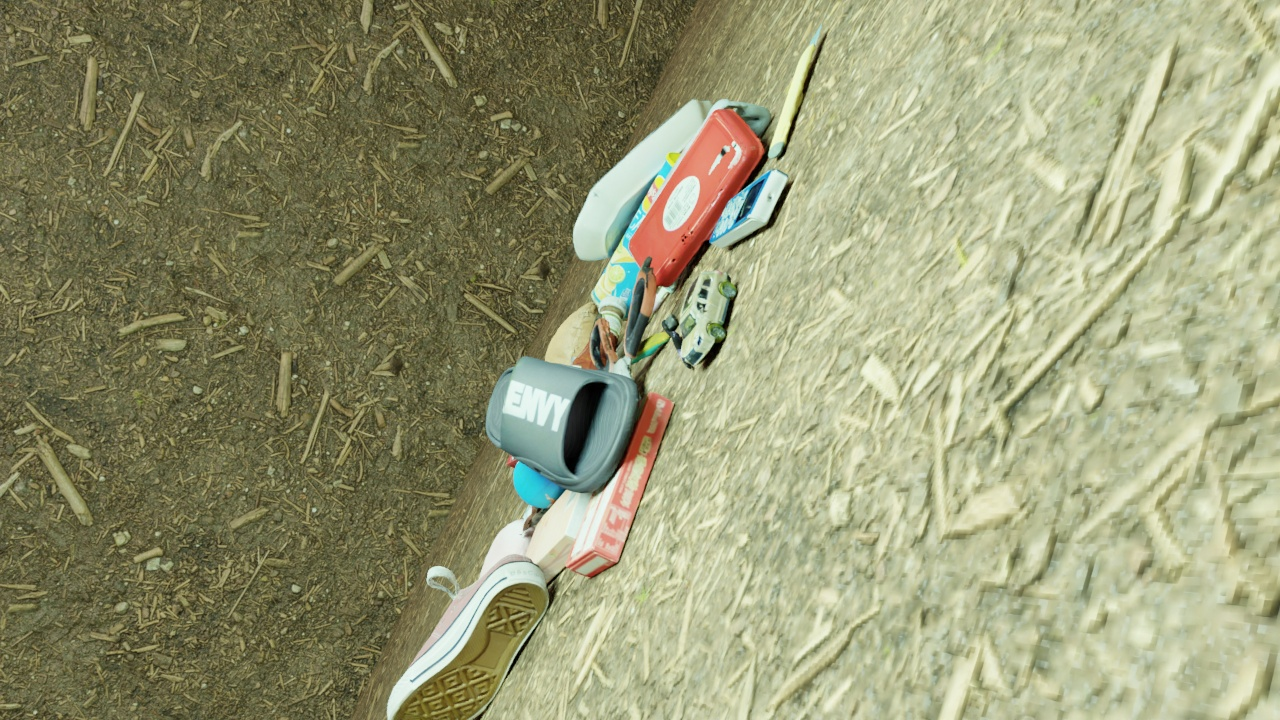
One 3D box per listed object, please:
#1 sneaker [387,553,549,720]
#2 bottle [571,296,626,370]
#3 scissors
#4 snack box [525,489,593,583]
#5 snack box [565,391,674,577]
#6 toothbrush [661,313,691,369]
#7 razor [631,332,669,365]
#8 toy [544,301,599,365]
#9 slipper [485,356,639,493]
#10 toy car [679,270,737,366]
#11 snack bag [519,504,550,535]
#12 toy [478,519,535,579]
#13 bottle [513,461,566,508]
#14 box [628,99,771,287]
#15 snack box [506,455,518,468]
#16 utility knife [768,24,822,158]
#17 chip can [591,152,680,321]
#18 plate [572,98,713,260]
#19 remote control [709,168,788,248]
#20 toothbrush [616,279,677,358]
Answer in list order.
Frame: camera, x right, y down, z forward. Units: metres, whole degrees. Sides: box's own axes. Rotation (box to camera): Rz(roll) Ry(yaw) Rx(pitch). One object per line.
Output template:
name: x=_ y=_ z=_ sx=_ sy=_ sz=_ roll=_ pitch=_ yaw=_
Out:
sneaker: x=-0.175 y=0.278 z=0.924 sx=0.241 sy=0.118 sz=0.087 roll=-54 pitch=30 yaw=17
bottle: x=-0.053 y=0.008 z=1.084 sx=0.060 sy=0.059 sz=0.205 roll=-52 pitch=19 yaw=49
scissors: x=-0.021 y=-0.001 z=0.966 sx=0.189 sy=0.015 sz=0.224 roll=-13 pitch=63 yaw=64
snack box: x=-0.081 y=0.173 z=0.926 sx=0.158 sy=0.026 sz=0.084 roll=-52 pitch=15 yaw=50
snack box: x=-0.017 y=0.105 z=0.783 sx=0.075 sy=0.025 sz=0.152 roll=-47 pitch=19 yaw=59
toothbrush: x=0.036 y=-0.020 z=0.871 sx=0.017 sy=0.014 sz=0.189 roll=-49 pitch=12 yaw=8
razor: x=-0.006 y=0.006 z=0.988 sx=0.133 sy=0.028 sz=0.043 roll=-49 pitch=13 yaw=48
toy: x=-0.079 y=-0.009 z=1.254 sx=0.225 sy=0.082 sz=0.143 roll=-67 pitch=-2 yaw=-80
slipper: x=-0.099 y=0.051 z=0.841 sx=0.269 sy=0.083 sz=0.110 roll=7 pitch=80 yaw=58
toy car: x=0.052 y=-0.035 z=0.765 sx=0.042 sy=0.035 sz=0.090 roll=-54 pitch=16 yaw=48
snack bag: x=-0.107 y=0.157 z=1.043 sx=0.045 sy=0.026 sz=0.105 roll=-53 pitch=-2 yaw=34
toy: x=-0.163 y=0.256 z=1.051 sx=0.159 sy=0.054 sz=0.121 roll=-64 pitch=8 yaw=-23
bottle: x=-0.066 y=0.082 z=0.923 sx=0.219 sy=0.065 sz=0.065 roll=-49 pitch=17 yaw=50
box: x=0.076 y=-0.174 z=0.991 sx=0.202 sy=0.100 sz=0.094 roll=-55 pitch=54 yaw=36
snack box: x=-0.134 y=0.121 z=1.251 sx=0.057 sy=0.058 sz=0.208 roll=-69 pitch=11 yaw=-15
utility knife: x=0.150 y=-0.262 z=0.893 sx=0.031 sy=0.019 sz=0.178 roll=-36 pitch=35 yaw=60
chip can: x=0.015 y=-0.151 z=1.147 sx=0.211 sy=0.071 sz=0.071 roll=-59 pitch=11 yaw=26
plate: x=0.017 y=-0.225 z=1.183 sx=0.265 sy=0.034 sz=0.162 roll=-45 pitch=-18 yaw=-18
remote control: x=0.096 y=-0.132 z=0.821 sx=0.049 sy=0.024 sz=0.125 roll=-65 pitch=9 yaw=-8
toothbrush: x=-0.004 y=-0.042 z=1.113 sx=0.020 sy=0.029 sz=0.190 roll=-17 pitch=-24 yaw=-37
